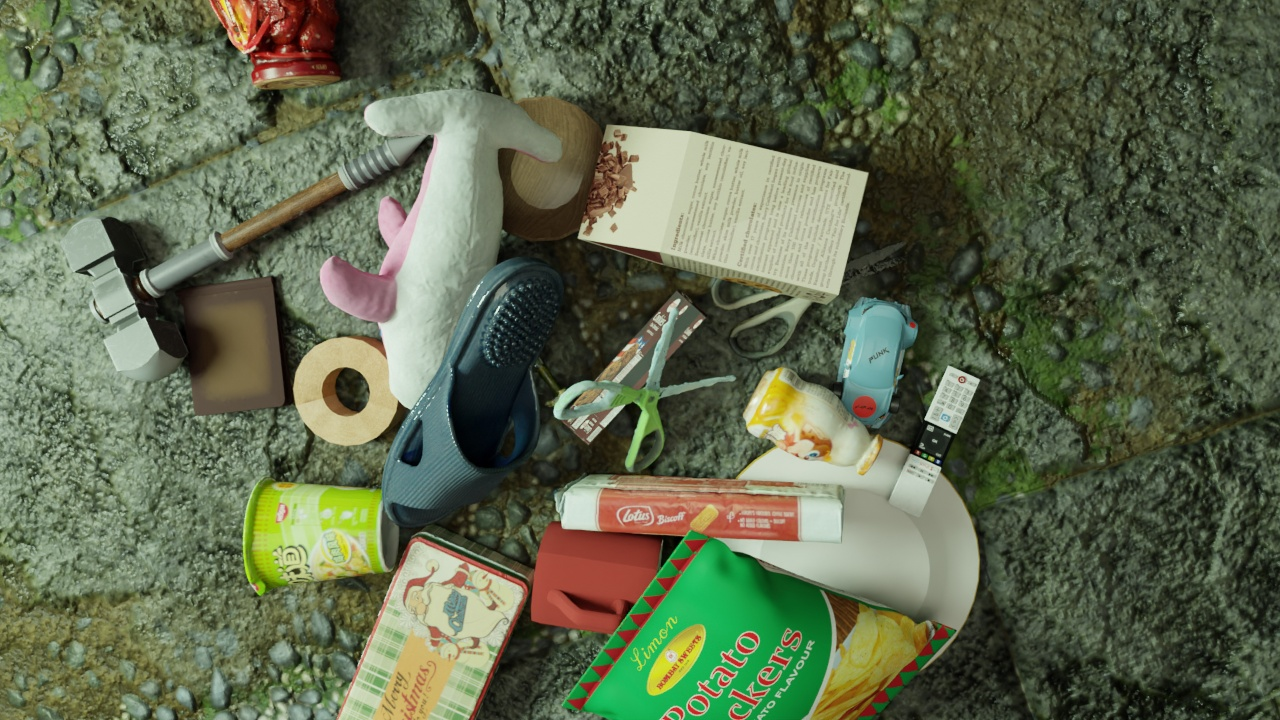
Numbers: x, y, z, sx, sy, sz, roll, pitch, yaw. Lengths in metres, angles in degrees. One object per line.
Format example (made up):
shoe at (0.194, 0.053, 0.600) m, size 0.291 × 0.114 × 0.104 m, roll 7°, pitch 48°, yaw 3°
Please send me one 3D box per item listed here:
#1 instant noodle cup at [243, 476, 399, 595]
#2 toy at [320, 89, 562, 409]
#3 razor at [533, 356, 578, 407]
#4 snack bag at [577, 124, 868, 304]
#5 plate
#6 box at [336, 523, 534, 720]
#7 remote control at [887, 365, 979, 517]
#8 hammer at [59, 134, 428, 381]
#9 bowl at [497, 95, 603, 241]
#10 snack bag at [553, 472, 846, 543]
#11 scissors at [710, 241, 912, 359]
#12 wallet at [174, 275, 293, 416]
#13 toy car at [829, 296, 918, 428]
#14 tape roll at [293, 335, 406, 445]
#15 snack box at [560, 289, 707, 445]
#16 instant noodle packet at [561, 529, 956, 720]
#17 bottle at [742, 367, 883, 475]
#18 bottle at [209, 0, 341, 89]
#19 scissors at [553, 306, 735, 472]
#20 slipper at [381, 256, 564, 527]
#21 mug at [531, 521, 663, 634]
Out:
instant noodle cup at (-0.268, 0.147, 0.785) m, size 0.108 × 0.099 × 0.099 m, roll -2°, pitch 96°, yaw -3°
toy at (-0.166, -0.090, 0.729) m, size 0.186 × 0.128 × 0.266 m, roll 0°, pitch 121°, yaw -34°
razor at (-0.094, -0.006, 0.780) m, size 0.026 × 0.042 × 0.106 m, roll -39°, pitch 82°, yaw 10°
snack bag at (0.061, -0.118, 0.724) m, size 0.206 × 0.070 × 0.094 m, roll 14°, pitch 89°, yaw 5°
plate at (0.170, 0.174, 0.774) m, size 0.230 × 0.021 × 0.230 m, roll 1°, pitch 96°, yaw 6°
box at (-0.180, 0.256, 0.805) m, size 0.117 × 0.050 × 0.205 m, roll 25°, pitch 99°, yaw 4°
remote control at (0.239, 0.066, 0.750) m, size 0.028 × 0.012 × 0.124 m, roll 25°, pitch 86°, yaw 3°
hammer at (-0.325, -0.116, 0.784) m, size 0.322 × 0.043 × 0.156 m, roll -27°, pitch 84°, yaw 3°
bowl at (-0.079, -0.157, 0.761) m, size 0.118 × 0.030 × 0.118 m, roll 1°, pitch 96°, yaw 6°
snack bag at (0.050, 0.117, 0.738) m, size 0.225 × 0.077 × 0.041 m, roll -1°, pitch 94°, yaw 14°
scissors at (0.135, -0.069, 0.757) m, size 0.132 × 0.012 × 0.170 m, roll 39°, pitch 99°, yaw 0°
wallet at (-0.360, -0.012, 0.814) m, size 0.091 × 0.018 × 0.115 m, roll -7°, pitch 91°, yaw 7°
toy car at (0.191, 0.004, 0.751) m, size 0.060 × 0.027 × 0.108 m, roll 11°, pitch 97°, yaw 5°
tape roll at (-0.251, 0.026, 0.799) m, size 0.094 × 0.027 × 0.094 m, roll 1°, pitch 96°, yaw 6°
snack box at (-0.005, 0.004, 0.759) m, size 0.032 × 0.051 × 0.141 m, roll 43°, pitch 98°, yaw 0°
instant noodle packet at (0.095, 0.243, 0.725) m, size 0.252 × 0.090 × 0.196 m, roll 24°, pitch 114°, yaw -20°
bottle at (0.140, 0.052, 0.741) m, size 0.108 × 0.063 × 0.063 m, roll 28°, pitch 98°, yaw 6°
bottle at (-0.291, -0.279, 0.735) m, size 0.099 × 0.098 × 0.111 m, roll -5°, pitch 102°, yaw 6°
scissors at (0.007, 0.029, 0.733) m, size 0.171 × 0.021 × 0.172 m, roll -8°, pitch 129°, yaw -27°
slipper at (-0.118, 0.046, 0.725) m, size 0.082 × 0.101 × 0.264 m, roll 45°, pitch 118°, yaw 34°
mug at (-0.036, 0.185, 0.748) m, size 0.096 × 0.116 × 0.080 m, roll 8°, pitch 101°, yaw 5°
